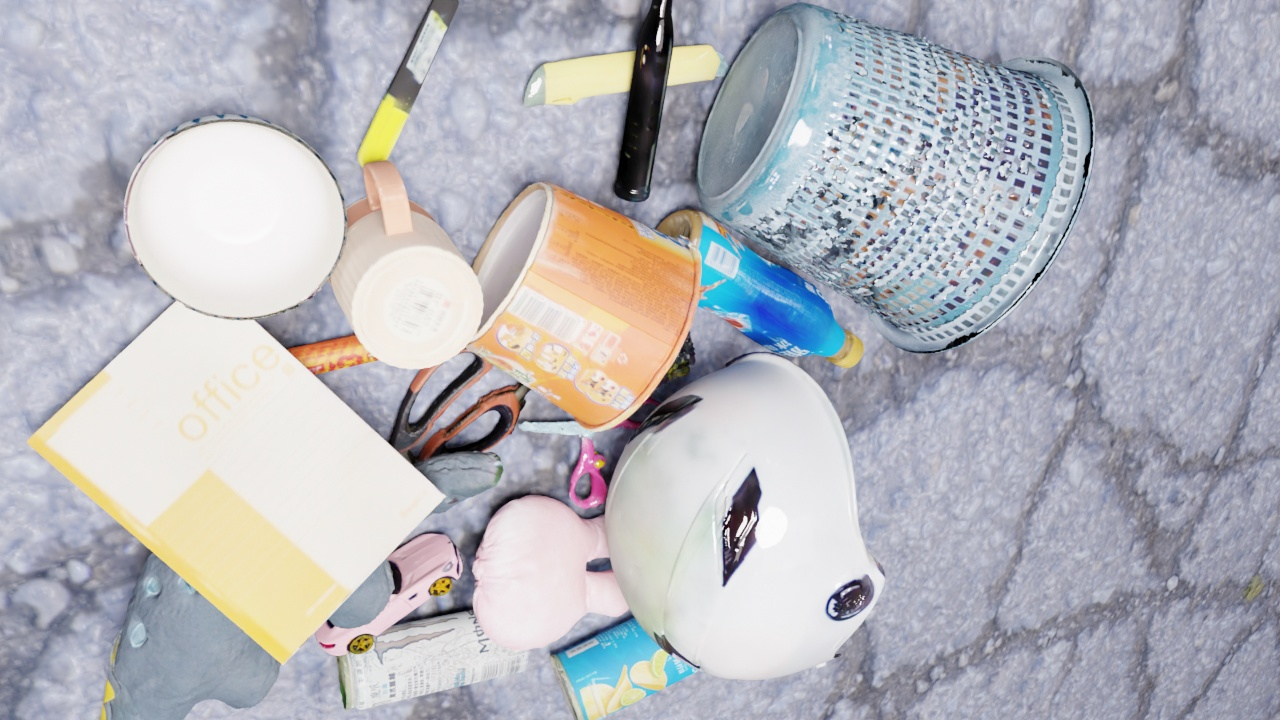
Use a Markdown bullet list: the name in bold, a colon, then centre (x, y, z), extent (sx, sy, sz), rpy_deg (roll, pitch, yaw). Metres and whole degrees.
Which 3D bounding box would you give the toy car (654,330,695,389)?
- **toy car**: centre (-0.004, 0.004, 0.722), extent (0.106, 0.031, 0.049), rpy_deg (-33, 122, -22)

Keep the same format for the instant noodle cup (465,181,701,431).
- **instant noodle cup**: centre (-0.047, -0.042, 0.617), extent (0.111, 0.151, 0.151), rpy_deg (27, 99, -26)

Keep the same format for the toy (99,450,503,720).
- **toy**: centre (-0.256, 0.155, 0.625), extent (0.356, 0.091, 0.138), rpy_deg (-40, 99, -6)

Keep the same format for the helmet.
- **helmet**: centre (0.053, 0.129, 0.695), extent (0.145, 0.229, 0.259), rpy_deg (-16, 135, -23)

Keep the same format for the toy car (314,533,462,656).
- **toy car**: centre (-0.194, 0.174, 0.699), extent (0.122, 0.056, 0.037), rpy_deg (-35, 131, -8)

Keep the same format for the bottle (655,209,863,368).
- **bottle**: centre (0.101, -0.047, 0.733), extent (0.218, 0.065, 0.065), rpy_deg (25, 100, -35)

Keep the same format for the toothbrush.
- **toothbrush**: centre (0.010, -0.209, 0.611), extent (0.027, 0.026, 0.213), rpy_deg (-42, 149, -53)

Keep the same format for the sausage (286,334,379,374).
- **sausage**: centre (-0.185, -0.010, 0.633), extent (0.165, 0.021, 0.021), rpy_deg (-14, 119, -20)

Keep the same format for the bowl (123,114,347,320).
- **bowl**: centre (-0.237, -0.089, 0.541), extent (0.116, 0.066, 0.117), rpy_deg (-11, 117, -23)

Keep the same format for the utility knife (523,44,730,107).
- **utility knife**: centre (-0.005, -0.198, 0.635), extent (0.162, 0.018, 0.031), rpy_deg (-12, 123, -19)

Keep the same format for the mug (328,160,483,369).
- **mug**: centre (-0.151, -0.064, 0.572), extent (0.081, 0.106, 0.115), rpy_deg (-12, 119, -22)

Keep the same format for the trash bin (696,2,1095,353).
- **trash bin**: centre (0.156, -0.141, 0.642), extent (0.195, 0.226, 0.227), rpy_deg (19, 104, -19)

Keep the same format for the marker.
- **marker**: centre (-0.146, -0.176, 0.577), extent (0.018, 0.015, 0.124), rpy_deg (23, 99, -34)

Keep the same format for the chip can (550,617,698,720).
- **chip can**: centre (0.027, 0.258, 0.840), extent (0.210, 0.071, 0.071), rpy_deg (-22, 121, -16)

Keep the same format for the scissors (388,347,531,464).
- **scissors**: centre (-0.166, 0.082, 0.691), extent (0.193, 0.015, 0.207), rpy_deg (-4, 116, -26)

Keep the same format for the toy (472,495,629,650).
- **toy**: centre (-0.067, 0.172, 0.749), extent (0.159, 0.054, 0.121), rpy_deg (8, 81, -39)

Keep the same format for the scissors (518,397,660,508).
- **scissors**: centre (-0.034, 0.055, 0.742), extent (0.135, 0.017, 0.133), rpy_deg (-18, 113, -23)

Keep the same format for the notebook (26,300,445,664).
- **notebook**: centre (-0.248, 0.068, 0.576), extent (0.206, 0.010, 0.145), rpy_deg (45, 80, -6)

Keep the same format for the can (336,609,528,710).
- **can**: centre (-0.166, 0.237, 0.740), extent (0.146, 0.058, 0.058), rpy_deg (-5, 116, -24)
